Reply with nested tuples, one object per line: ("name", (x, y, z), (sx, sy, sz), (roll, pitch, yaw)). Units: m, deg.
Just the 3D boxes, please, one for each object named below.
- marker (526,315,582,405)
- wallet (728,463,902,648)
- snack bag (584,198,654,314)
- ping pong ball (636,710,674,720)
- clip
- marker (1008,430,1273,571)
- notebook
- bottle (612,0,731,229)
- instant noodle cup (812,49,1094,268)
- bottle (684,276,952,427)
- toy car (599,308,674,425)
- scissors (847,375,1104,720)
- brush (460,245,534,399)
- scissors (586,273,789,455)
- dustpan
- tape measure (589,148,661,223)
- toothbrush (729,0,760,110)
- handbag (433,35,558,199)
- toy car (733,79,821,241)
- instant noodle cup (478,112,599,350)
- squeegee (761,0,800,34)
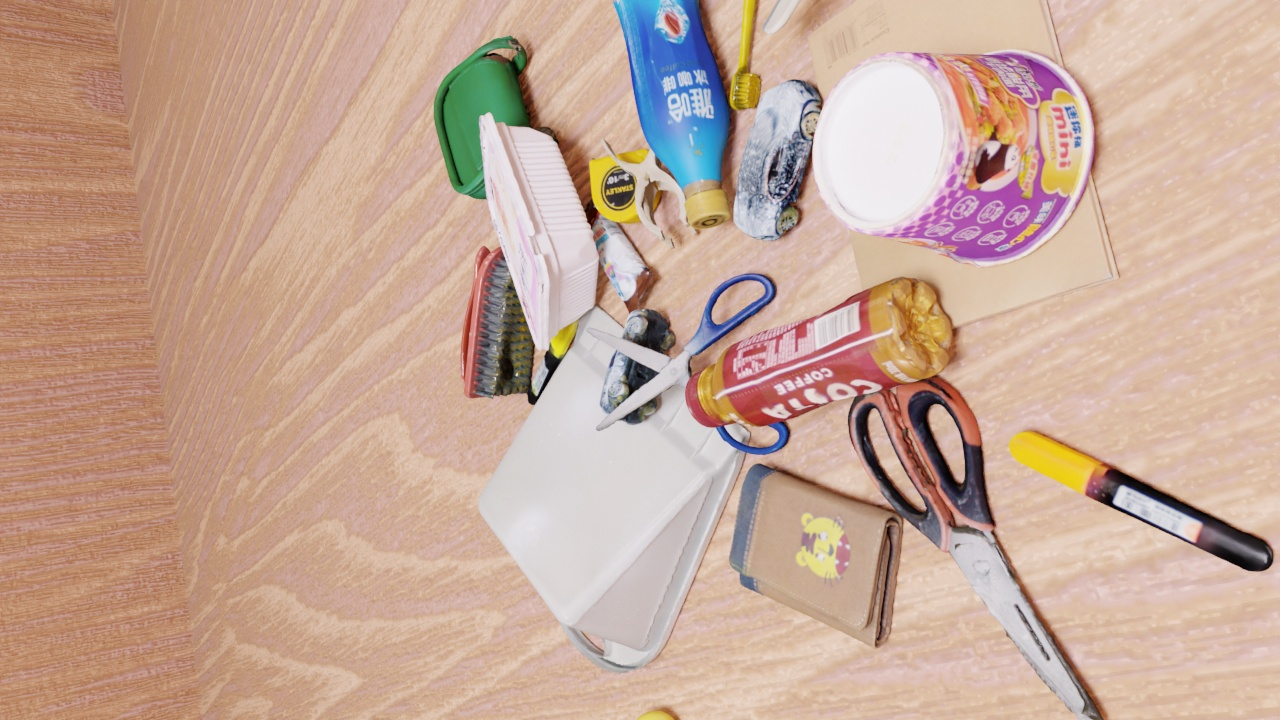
("marker", (-0.081, 0.000, 0.850), (0.018, 0.015, 0.124), (56, 136, 27))
("wallet", (0.112, 0.124, 0.594), (0.115, 0.033, 0.090), (15, 104, 47))
("snack bag", (-0.020, -0.086, 0.753), (0.105, 0.026, 0.045), (58, 133, 31))
("ping pong ball", (0.012, 0.299, 0.726), (0.040, 0.040, 0.040), (5, 96, 52))
("clip", (0.010, -0.135, 0.688), (0.076, 0.034, 0.100), (-30, 74, 13))
("marker", (0.236, 0.065, 0.441), (0.124, 0.015, 0.018), (31, 118, 44))
("notebook", (0.168, -0.125, 0.517), (0.150, 0.012, 0.211), (-22, 75, 52))
("bottle", (0.026, -0.200, 0.654), (0.065, 0.065, 0.218), (-28, 71, 50))
("instant noodle cup", (0.148, -0.103, 0.455), (0.112, 0.099, 0.111), (7, 99, 51))
("bottle", (0.098, 0.003, 0.556), (0.175, 0.057, 0.057), (-23, 74, 47))
("toy car", (-0.004, 0.004, 0.707), (0.034, 0.043, 0.090), (7, 78, 47))
("scissors", (0.190, 0.091, 0.500), (0.210, 0.015, 0.177), (26, 112, 49))
("brush", (-0.140, -0.038, 0.883), (0.069, 0.063, 0.146), (16, 104, 37))
("scissors", (0.037, 0.005, 0.650), (0.176, 0.012, 0.162), (36, 104, 20))
("dustpan", (-0.021, 0.129, 0.784), (0.258, 0.142, 0.223), (-52, 47, 3))
("tape measure", (-0.010, -0.138, 0.731), (0.060, 0.028, 0.057), (-5, 89, 33))
("toothbrush", (0.080, -0.267, 0.619), (0.017, 0.015, 0.190), (16, 105, 46))
("handbag", (-0.134, -0.221, 0.867), (0.120, 0.067, 0.131), (-32, 66, 41))
("toy car", (0.087, -0.131, 0.602), (0.049, 0.031, 0.106), (39, 122, 53))
("instant noodle cup", (-0.084, -0.112, 0.775), (0.138, 0.060, 0.173), (101, 149, -61))
("squeegee", (0.192, -0.230, 0.440), (0.246, 0.039, 0.247), (46, 117, 34))
